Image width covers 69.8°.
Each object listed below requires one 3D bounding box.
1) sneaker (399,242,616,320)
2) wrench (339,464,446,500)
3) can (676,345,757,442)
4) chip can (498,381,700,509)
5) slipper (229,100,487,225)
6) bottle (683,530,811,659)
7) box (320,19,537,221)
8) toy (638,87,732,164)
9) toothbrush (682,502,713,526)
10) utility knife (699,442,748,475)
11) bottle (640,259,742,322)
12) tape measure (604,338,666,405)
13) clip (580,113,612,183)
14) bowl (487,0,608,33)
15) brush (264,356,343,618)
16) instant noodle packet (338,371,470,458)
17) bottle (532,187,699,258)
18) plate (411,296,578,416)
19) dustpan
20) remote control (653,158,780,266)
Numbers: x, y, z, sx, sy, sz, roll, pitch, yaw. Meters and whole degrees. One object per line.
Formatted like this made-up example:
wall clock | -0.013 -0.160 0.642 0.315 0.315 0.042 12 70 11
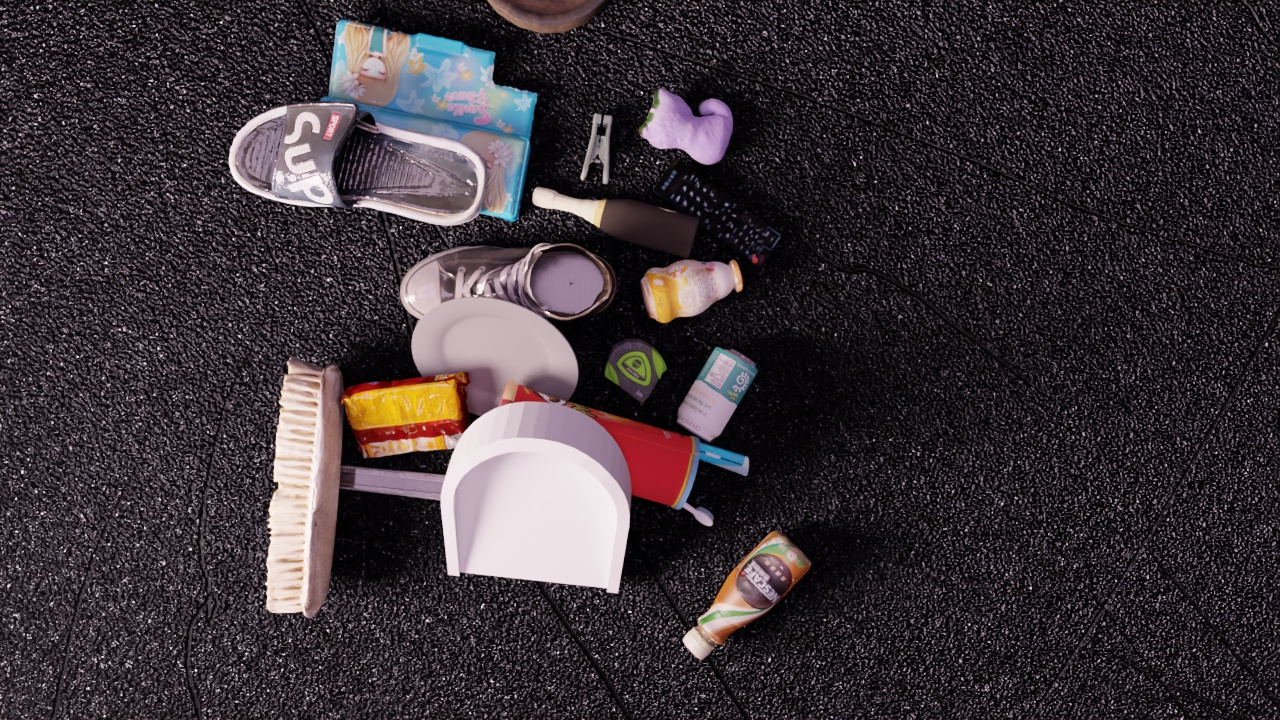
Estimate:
sneaker | -0.142 -0.079 0.970 0.235 0.120 0.095 3 92 -3
wrench | -0.268 0.136 1.022 0.273 0.010 0.070 7 92 -5
can | 0.085 0.037 1.026 0.055 0.055 0.101 31 89 -6
chip can | -0.051 0.091 0.974 0.213 0.087 0.087 17 91 -8
slipper | -0.291 -0.204 0.946 0.263 0.063 0.111 12 94 -7
bottle | 0.117 0.268 1.038 0.167 0.059 0.059 -45 95 -1
box | -0.231 -0.260 0.996 0.227 0.039 0.181 10 93 -4
toy | 0.054 -0.264 1.021 0.099 0.036 0.080 22 81 -11
toothbrush | -0.009 0.124 1.037 0.222 0.026 0.027 34 124 -7
utility knife | 0.057 0.102 1.048 0.141 0.015 0.022 17 92 -3
bottle | 0.057 -0.082 1.014 0.109 0.063 0.063 -15 94 -3
tape measure | -0.006 0.006 1.028 0.065 0.036 0.059 39 98 -9
clip | -0.046 -0.235 1.019 0.037 0.023 0.075 8 90 -4
bowl | -0.100 -0.428 0.981 0.162 0.070 0.162 0 93 -5
brush | -0.352 0.134 0.967 0.056 0.083 0.271 5 93 -5
instant noodle packet | -0.246 0.059 0.988 0.135 0.039 0.099 -7 133 -5
bottle | -0.030 -0.159 1.013 0.184 0.045 0.045 15 91 1
plate | -0.153 -0.001 0.972 0.178 0.012 0.179 5 134 5
dustpan | -0.107 0.159 0.940 0.191 0.053 0.258 7 127 -2
remote control | 0.086 -0.166 1.035 0.150 0.022 0.047 35 89 -8
